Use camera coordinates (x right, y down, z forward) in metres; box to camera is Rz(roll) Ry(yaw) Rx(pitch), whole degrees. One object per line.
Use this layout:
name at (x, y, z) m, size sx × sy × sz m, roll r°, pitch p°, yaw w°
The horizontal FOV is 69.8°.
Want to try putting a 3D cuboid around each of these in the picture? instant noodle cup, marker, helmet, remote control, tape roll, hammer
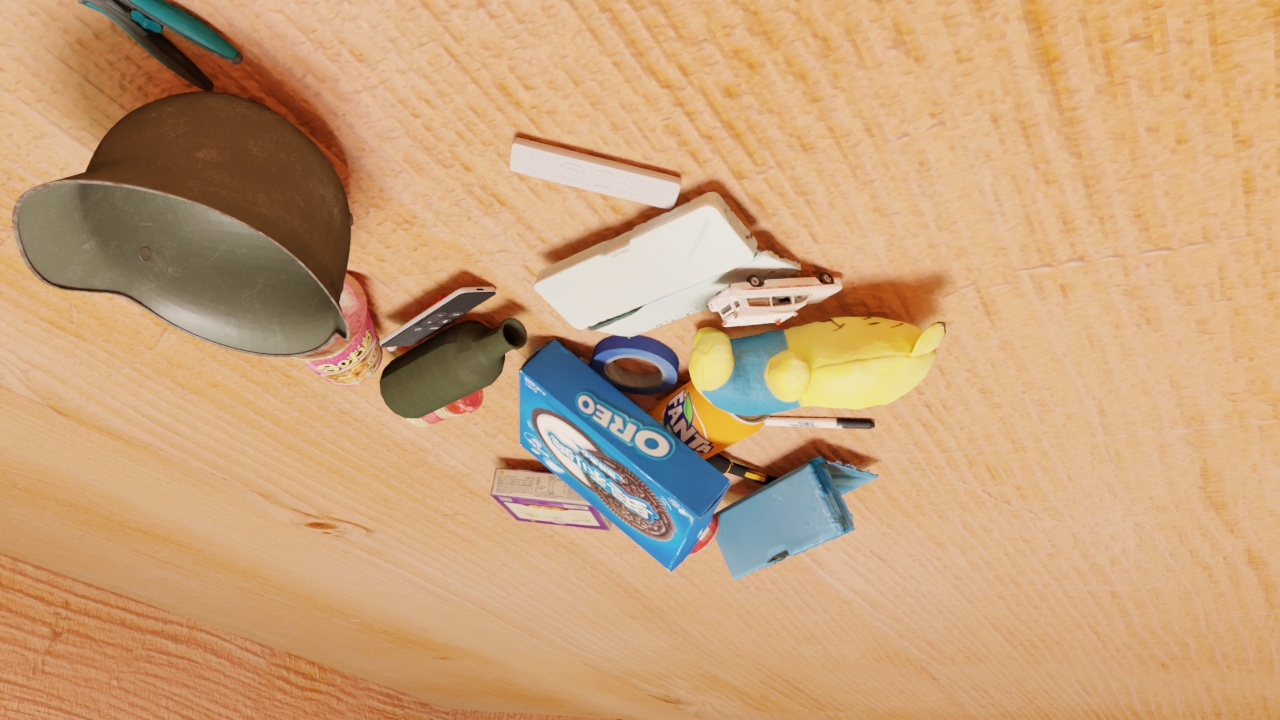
instant noodle cup at (-0.306, -0.025, 0.916) m, size 0.098 × 0.097 × 0.109 m, roll 8°, pitch 158°, yaw 4°
marker at (-0.232, -0.036, 0.946) m, size 0.012 × 0.012 × 0.143 m, roll 27°, pitch 146°, yaw -28°
helmet at (-0.317, -0.106, 0.708) m, size 0.227 × 0.153 × 0.268 m, roll 10°, pitch 150°, yaw -3°
remote control at (-0.201, -0.041, 0.900) m, size 0.147 × 0.008 × 0.045 m, roll -25°, pitch 168°, yaw 39°
tape roll at (-0.006, 0.005, 0.946) m, size 0.091 × 0.016 × 0.093 m, roll 26°, pitch 146°, yaw -27°
hammer at (0.106, 0.127, 1.111) m, size 0.320 × 0.036 × 0.124 m, roll 22°, pitch 147°, yaw -25°
remote control at (-0.035, -0.143, 0.702) m, size 0.131 × 0.012 × 0.033 m, roll 13°, pitch 152°, yaw -6°
marker at (0.179, 0.068, 1.006) m, size 0.152 × 0.011 × 0.011 m, roll 1°, pitch 149°, yaw 16°

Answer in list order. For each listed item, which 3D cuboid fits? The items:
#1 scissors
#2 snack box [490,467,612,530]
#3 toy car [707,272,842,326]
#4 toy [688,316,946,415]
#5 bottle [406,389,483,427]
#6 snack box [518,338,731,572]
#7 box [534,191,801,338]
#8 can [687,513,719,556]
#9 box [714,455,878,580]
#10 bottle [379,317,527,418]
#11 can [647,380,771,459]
scissors at (-0.342, -0.237, 0.625) m, size 0.153 × 0.019 × 0.128 m, roll 11°, pitch 149°, yaw 1°
snack box at (-0.117, 0.193, 1.262) m, size 0.143 × 0.040 × 0.148 m, roll 4°, pitch 158°, yaw 9°
toy car at (0.114, -0.049, 0.761) m, size 0.113 × 0.039 × 0.039 m, roll -4°, pitch 165°, yaw -26°
toy at (0.149, 0.005, 0.801) m, size 0.214 × 0.084 × 0.148 m, roll -3°, pitch -173°, yaw 9°
bottle at (-0.229, 0.049, 1.063) m, size 0.109 × 0.044 × 0.044 m, roll -19°, pitch 140°, yaw 41°
snack box at (-0.028, 0.107, 0.980) m, size 0.239 × 0.056 × 0.196 m, roll 38°, pitch 154°, yaw 13°
box at (0.020, -0.067, 0.781) m, size 0.198 × 0.049 × 0.136 m, roll -18°, pitch 148°, yaw 36°
can at (0.026, 0.171, 1.137) m, size 0.067 × 0.067 × 0.170 m, roll -20°, pitch 123°, yaw 41°
box at (0.190, 0.188, 1.121) m, size 0.102 × 0.094 × 0.232 m, roll -12°, pitch 161°, yaw -32°
bottle at (-0.189, 0.003, 0.942) m, size 0.071 × 0.071 × 0.207 m, roll 31°, pitch 144°, yaw -32°
can at (0.069, 0.056, 0.949) m, size 0.079 × 0.079 × 0.143 m, roll 22°, pitch 148°, yaw -21°
